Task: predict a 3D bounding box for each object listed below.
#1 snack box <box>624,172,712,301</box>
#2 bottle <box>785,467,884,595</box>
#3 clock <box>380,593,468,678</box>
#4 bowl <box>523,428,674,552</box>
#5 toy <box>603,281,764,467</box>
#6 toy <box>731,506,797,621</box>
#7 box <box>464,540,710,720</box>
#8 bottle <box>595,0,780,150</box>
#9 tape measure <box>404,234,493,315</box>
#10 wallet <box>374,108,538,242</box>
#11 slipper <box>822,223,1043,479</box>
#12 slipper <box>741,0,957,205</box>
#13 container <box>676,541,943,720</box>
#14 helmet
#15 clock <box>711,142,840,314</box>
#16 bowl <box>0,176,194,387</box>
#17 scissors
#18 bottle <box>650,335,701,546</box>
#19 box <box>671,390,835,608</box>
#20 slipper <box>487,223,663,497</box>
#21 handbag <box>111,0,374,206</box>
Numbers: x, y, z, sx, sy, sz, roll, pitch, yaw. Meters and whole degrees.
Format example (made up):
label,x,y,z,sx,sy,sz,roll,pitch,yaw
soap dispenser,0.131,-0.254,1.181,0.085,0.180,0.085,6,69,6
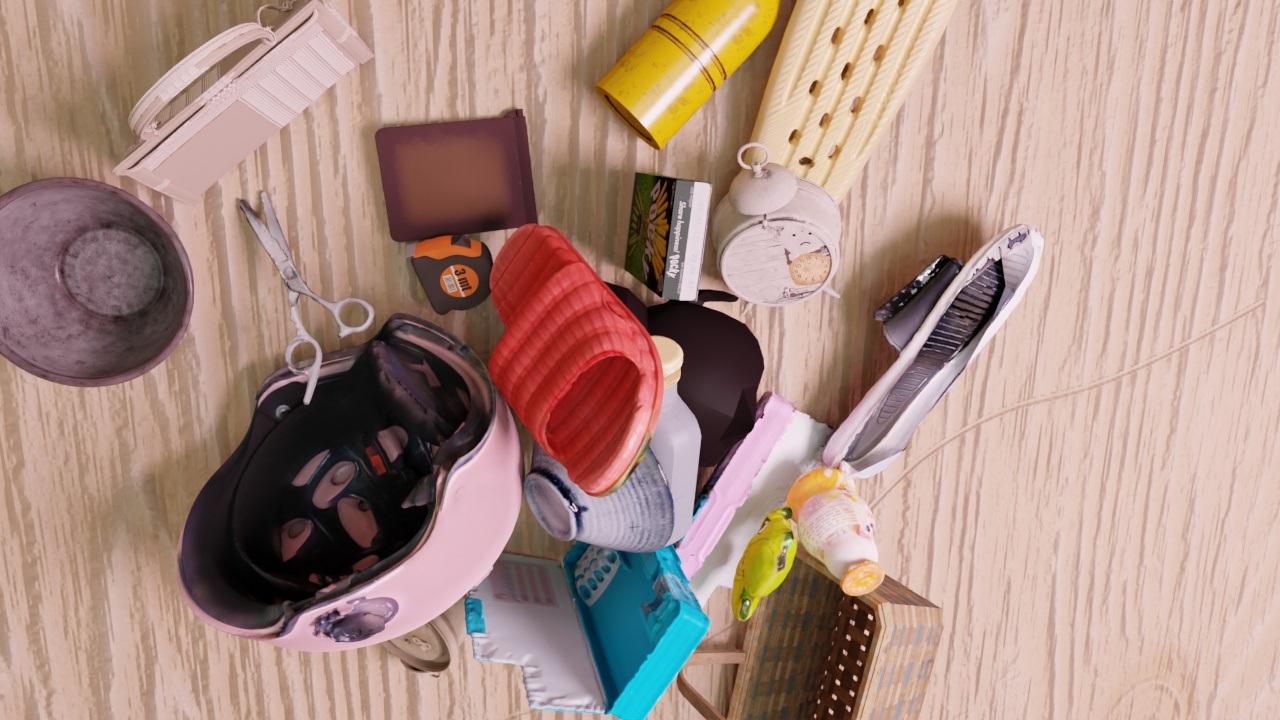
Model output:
label,x,y,z,sx,sy,sz,roll,pitch,yaw
snack box,0.017,-0.097,0.686,0.025,0.147,0.080,4,103,-12
bottle,0.162,0.139,0.753,0.063,0.109,0.063,-7,126,-9
clock,-0.181,0.221,0.769,0.093,0.054,0.141,18,131,21
bowl,-0.044,0.089,0.642,0.057,0.137,0.137,-31,110,-34
toy,-0.004,0.004,0.710,0.184,0.140,0.159,22,98,-15
toy,0.100,0.170,0.759,0.036,0.094,0.094,24,60,-3
box,-0.044,0.189,0.703,0.170,0.227,0.085,-23,108,-6
bottle,0.047,-0.244,0.698,0.071,0.071,0.164,43,93,-17
tape measure,-0.144,-0.072,0.717,0.059,0.038,0.058,-18,125,1
wallet,-0.142,-0.143,0.715,0.115,0.018,0.091,-9,106,-12
slipper,0.239,-0.012,0.789,0.111,0.063,0.264,11,115,-45
slipper,0.149,-0.224,0.722,0.111,0.079,0.262,16,119,-14
container,0.134,0.291,0.792,0.186,0.158,0.250,3,104,-33
helmet,-0.198,0.103,0.672,0.255,0.230,0.152,-38,139,-7
clock,0.102,-0.101,0.712,0.103,0.061,0.157,-9,137,15
bowl,-0.390,-0.059,0.659,0.145,0.067,0.145,-3,104,-10
scissors,-0.262,-0.049,0.672,0.161,0.014,0.117,33,75,8
bottle,0.007,0.055,0.646,0.046,0.072,0.161,-32,141,-35
box,0.072,0.133,0.787,0.063,0.160,0.230,35,97,27
slipper,-0.061,-0.018,0.610,0.059,0.248,0.104,23,116,-40
handbag,-0.266,-0.172,0.587,0.175,0.198,0.062,-40,107,0
